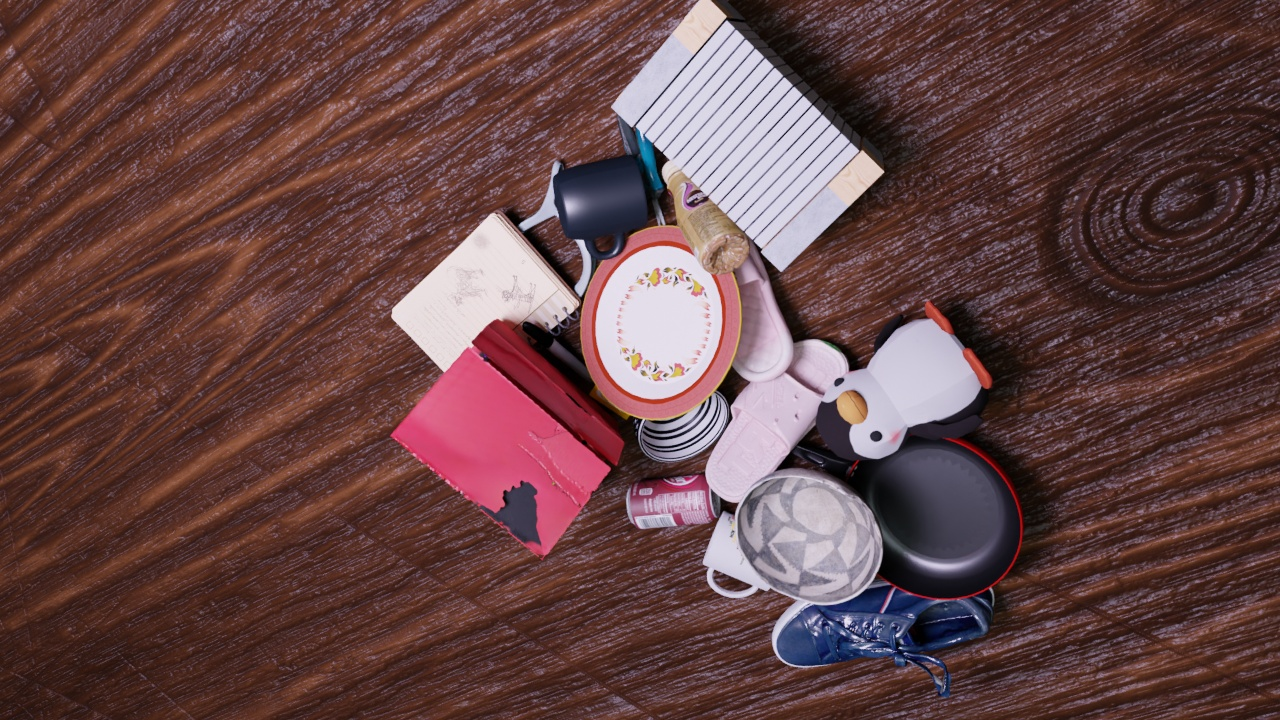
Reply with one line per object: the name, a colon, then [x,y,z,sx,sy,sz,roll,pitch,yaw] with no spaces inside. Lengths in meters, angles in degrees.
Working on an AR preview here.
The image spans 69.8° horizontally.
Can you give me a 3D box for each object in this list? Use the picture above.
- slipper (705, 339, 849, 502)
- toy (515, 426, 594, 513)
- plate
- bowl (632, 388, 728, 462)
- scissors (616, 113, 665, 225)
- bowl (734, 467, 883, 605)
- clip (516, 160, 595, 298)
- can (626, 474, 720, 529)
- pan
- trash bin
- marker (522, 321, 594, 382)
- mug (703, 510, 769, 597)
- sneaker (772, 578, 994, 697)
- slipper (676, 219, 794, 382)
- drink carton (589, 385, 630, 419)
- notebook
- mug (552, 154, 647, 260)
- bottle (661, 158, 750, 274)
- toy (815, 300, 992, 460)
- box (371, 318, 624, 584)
slipper: [0.154,0.073,1.113,0.094,0.064,0.240,41,108,20]
toy: [-0.140,0.118,1.220,0.164,0.092,0.172,-30,87,19]
plate: [0.023,-0.044,1.087,0.230,0.021,0.229,-3,85,36]
bowl: [0.043,0.061,1.149,0.120,0.066,0.120,-13,131,-16]
scissors: [0.004,-0.228,1.075,0.123,0.019,0.149,53,156,32]
bowl: [0.209,0.199,1.109,0.179,0.081,0.179,10,115,23]
clip: [-0.132,-0.163,1.145,0.159,0.030,0.174,2,109,12]
can: [0.043,0.185,1.203,0.114,0.063,0.063,-8,107,17]
pan: [0.288,0.150,1.127,0.356,0.067,0.209,30,117,21]
trash bin: [0.120,-0.246,0.987,0.247,0.142,0.143,44,113,-3]
marker: [-0.103,-0.009,1.168,0.022,0.016,0.138,-1,147,45]
mug: [0.131,0.261,1.198,0.089,0.073,0.105,22,101,6]
sneaker: [0.303,0.354,1.165,0.295,0.127,0.121,-21,102,22]
slipper: [0.105,-0.075,1.084,0.107,0.055,0.221,-30,85,26]
drink carton: [-0.007,0.007,1.165,0.058,0.040,0.123,34,114,1]
notebook: [-0.200,-0.063,1.181,0.226,0.024,0.167,-37,100,30]
mug: [-0.046,-0.173,1.076,0.094,0.085,0.122,-13,126,-9]
bottle: [0.066,-0.168,1.030,0.059,0.166,0.060,-14,139,-13]
toy: [0.291,0.047,1.045,0.184,0.140,0.159,-33,57,7]
box: [-0.128,0.068,1.031,0.211,0.317,0.121,41,116,-8]
